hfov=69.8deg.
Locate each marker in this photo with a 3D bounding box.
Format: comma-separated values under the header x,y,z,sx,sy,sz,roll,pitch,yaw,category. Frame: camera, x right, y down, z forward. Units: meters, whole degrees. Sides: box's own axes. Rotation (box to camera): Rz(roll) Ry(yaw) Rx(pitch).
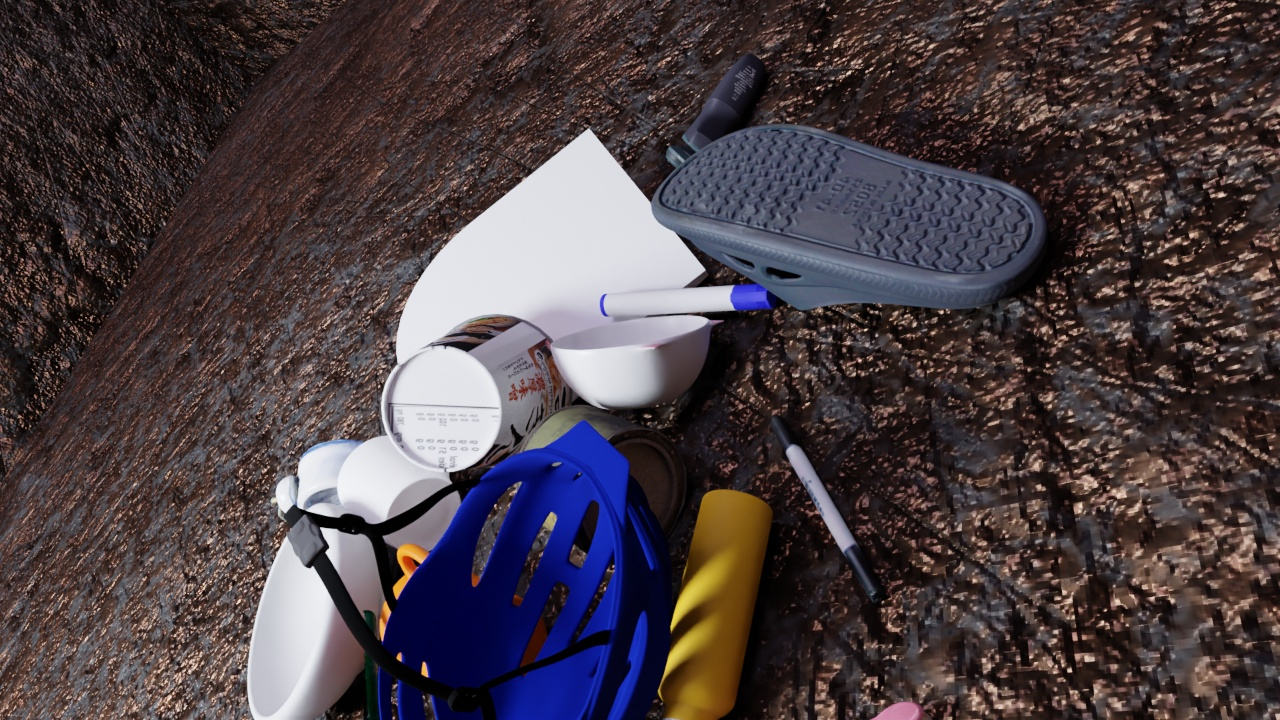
x,y,z,sx,sy,sz,roll,pitch,yaw,category
0.104,0.079,0.530,0.011,0.011,0.152,-41,36,13,marker
0.033,-0.045,0.689,0.142,0.020,0.020,-1,56,31,marker

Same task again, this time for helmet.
x,y,z,sx,sy,sz,roll,pitch,yaw,category
-0.089,0.139,0.466,0.148,0.227,0.242,39,107,40,helmet

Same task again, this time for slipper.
x,y,z,sx,sy,sz,roll,pitch,yaw,category
0.132,-0.085,0.607,0.268,0.083,0.110,22,66,36,slipper

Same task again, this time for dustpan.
x,y,z,sx,sy,sz,roll,pitch,yaw,category
-0.090,-0.050,0.798,0.258,0.053,0.191,-38,60,4,dustpan

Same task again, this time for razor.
x,y,z,sx,sy,sz,roll,pitch,yaw,category
0.072,-0.220,0.823,0.142,0.047,0.052,-58,11,-17,razor

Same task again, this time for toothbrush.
x,y,z,sx,sy,sz,roll,pitch,yaw,category
0.080,0.192,0.448,0.135,0.016,0.021,-32,37,28,toothbrush

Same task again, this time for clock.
x,y,z,sx,sy,sz,roll,pitch,yaw,category
-0.285,0.124,0.860,0.126,0.089,0.051,-32,44,23,clock

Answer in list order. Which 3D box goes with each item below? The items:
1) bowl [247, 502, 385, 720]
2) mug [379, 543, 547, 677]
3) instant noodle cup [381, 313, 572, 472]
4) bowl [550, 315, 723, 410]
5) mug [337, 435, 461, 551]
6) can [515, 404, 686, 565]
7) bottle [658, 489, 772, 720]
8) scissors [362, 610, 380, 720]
x,y,z,sx,sy,sz,roll,pitch,yaw,category
-0.254,0.209,0.748,0.177,0.066,0.176,-32,48,43,bowl
-0.127,0.171,0.617,0.077,0.113,0.096,-34,24,-32,mug
-0.124,0.029,0.675,0.124,0.123,0.121,-43,-3,10,instant noodle cup
-0.004,0.004,0.660,0.115,0.050,0.114,-9,11,2,bowl
-0.194,0.102,0.783,0.088,0.081,0.114,23,76,49,mug
-0.026,0.080,0.605,0.075,0.090,0.089,17,71,53,can
0.040,0.146,0.511,0.043,0.043,0.143,-13,49,41,bottle
-0.184,0.289,0.632,0.138,0.015,0.209,122,143,-57,scissors
